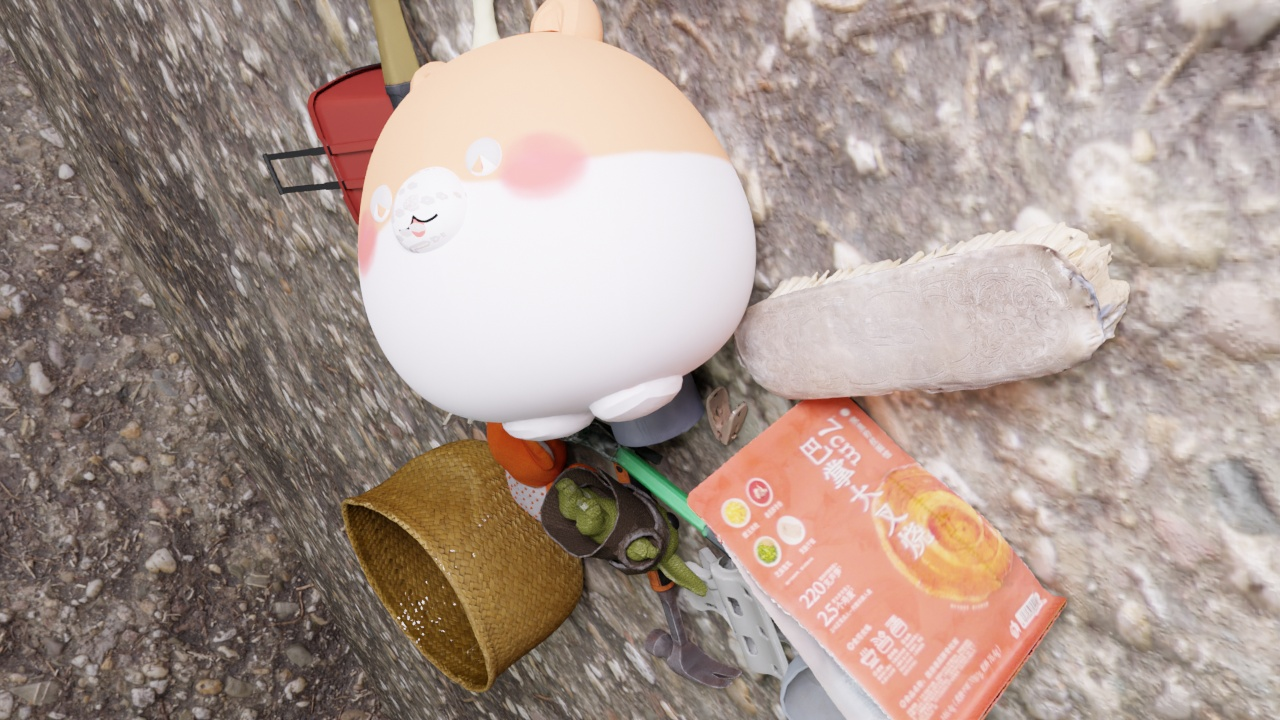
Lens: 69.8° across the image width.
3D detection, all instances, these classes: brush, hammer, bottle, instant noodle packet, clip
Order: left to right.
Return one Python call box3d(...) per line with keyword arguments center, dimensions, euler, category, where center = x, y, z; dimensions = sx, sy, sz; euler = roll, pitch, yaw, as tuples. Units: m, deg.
box3d(center=(-0.194, -0.210, 0.783), dimensions=(0.025, 0.117, 0.333), euler=(18, 126, 48), category="hammer")
box3d(center=(-0.126, -0.242, 0.767), dimensions=(0.045, 0.045, 0.185), euler=(35, 143, 30), category="bottle")
box3d(center=(0.028, 0.232, 1.004), dimensions=(0.138, 0.034, 0.315), euler=(16, 131, 46), category="hammer")
box3d(center=(0.063, 0.146, 0.809), dimensions=(0.319, 0.032, 0.130), euler=(35, -178, 31), category="hammer")
box3d(center=(0.069, 0.047, 0.793), dimensions=(0.041, 0.024, 0.061), euler=(43, 149, 20), category="clip")
box3d(center=(0.107, 0.228, 0.894), dimensions=(0.152, 0.095, 0.126), euler=(35, 146, 65), category="clip")
box3d(center=(0.155, 0.134, 0.626), dimensions=(0.221, 0.164, 0.084), euler=(50, 150, 7), category="instant noodle packet")
box3d(center=(0.162, -0.022, 0.576), dimensions=(0.272, 0.056, 0.083), euler=(-11, 106, 55), category="brush")

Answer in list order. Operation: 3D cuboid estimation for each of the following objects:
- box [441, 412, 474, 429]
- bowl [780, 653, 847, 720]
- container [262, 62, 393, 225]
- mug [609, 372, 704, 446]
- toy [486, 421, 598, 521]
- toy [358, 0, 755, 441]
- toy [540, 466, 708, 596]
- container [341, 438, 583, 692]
box3d(center=(-0.103, -0.010, 0.822), dimensions=(0.050, 0.183, 0.144), euler=(47, 152, 1), category="box")
box3d(center=(0.177, 0.286, 0.820), dimensions=(0.106, 0.039, 0.106), euler=(1, 120, 2), category="bowl")
box3d(center=(-0.255, -0.207, 0.893), dimensions=(0.201, 0.126, 0.148), euler=(7, 125, 38), category="container")
box3d(center=(-0.005, 0.005, 0.813), dimensions=(0.124, 0.083, 0.104), euler=(-133, 20, -69), category="mug")
box3d(center=(-0.116, 0.107, 1.041), dimensions=(0.164, 0.092, 0.173), euler=(32, 153, 37), category="toy")
box3d(center=(-0.063, -0.090, 0.622), dimensions=(0.263, 0.265, 0.280), euler=(-16, 88, 29), category="toy")
box3d(center=(-0.022, 0.154, 0.872), dimensions=(0.179, 0.078, 0.152), euler=(34, -178, 43), category="toy")
box3d(center=(-0.221, 0.261, 1.211), dimensions=(0.307, 0.196, 0.308), euler=(32, 139, 32), category="container")
